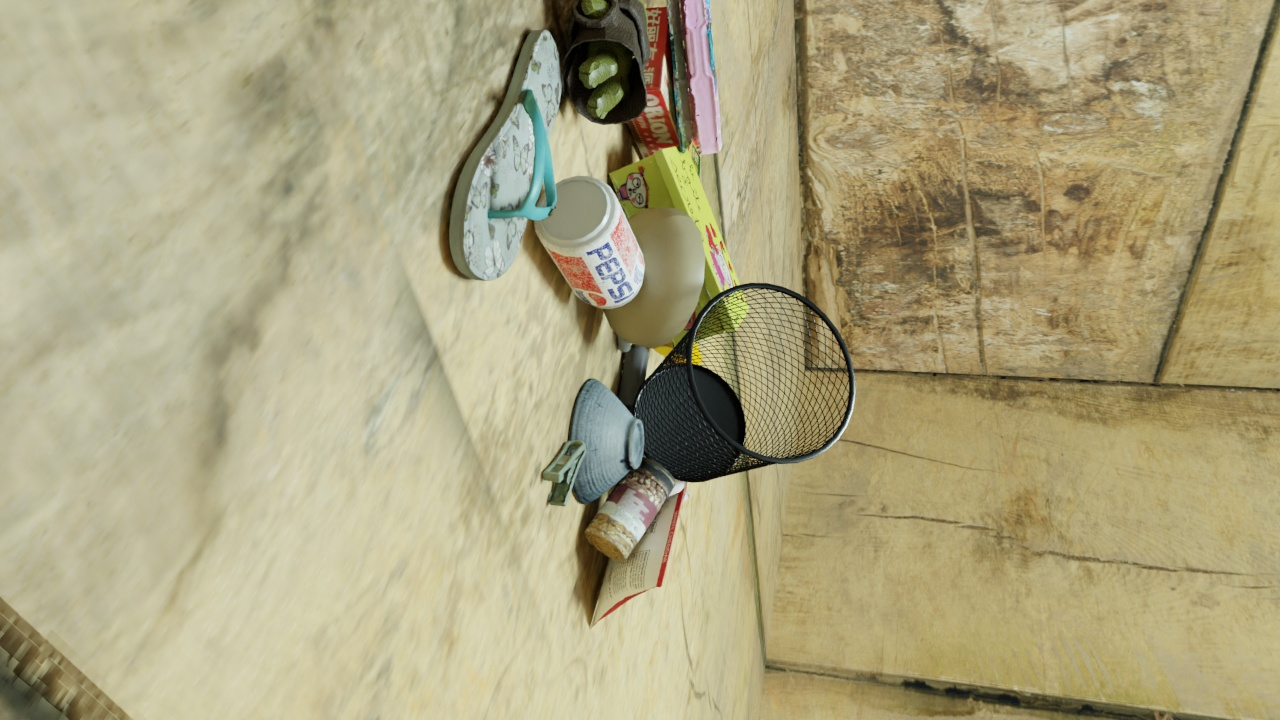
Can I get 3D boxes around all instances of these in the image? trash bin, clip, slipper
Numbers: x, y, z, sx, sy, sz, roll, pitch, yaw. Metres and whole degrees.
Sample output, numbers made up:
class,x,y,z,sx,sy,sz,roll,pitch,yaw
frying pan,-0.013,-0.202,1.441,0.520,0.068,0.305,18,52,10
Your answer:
class,x,y,z,sx,sy,sz,roll,pitch,yaw
trash bin,0.093,0.041,0.987,0.211,0.184,0.183,139,-37,-63
clip,-0.073,0.104,0.903,0.075,0.023,0.059,-64,154,-52
slipper,-0.087,-0.165,0.745,0.098,0.055,0.268,78,19,-51

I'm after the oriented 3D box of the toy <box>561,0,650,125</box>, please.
class,x,y,z,sx,sy,sz,roll,pitch,yaw
toy,-0.032,-0.298,0.876,0.179,0.078,0.152,75,15,-50

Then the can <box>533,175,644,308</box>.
class,x,y,z,sx,sy,sz,roll,pitch,yaw
can,-0.044,-0.107,0.863,0.136,0.078,0.078,59,36,-64

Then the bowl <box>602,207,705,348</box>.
class,x,y,z,sx,sy,sz,roll,pitch,yaw
bowl,0.000,-0.091,0.968,0.050,0.153,0.152,9,82,-36

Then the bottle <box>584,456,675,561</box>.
class,x,y,z,sx,sy,sz,roll,pitch,yaw
bottle,-0.011,0.164,1.014,0.105,0.056,0.056,-54,150,-26

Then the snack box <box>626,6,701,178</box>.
class,x,y,z,sx,sy,sz,roll,pitch,yaw
snack box,0.028,-0.313,1.132,0.236,0.060,0.113,54,39,-67

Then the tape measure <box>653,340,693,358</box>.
class,x,y,z,sx,sy,sz,roll,pitch,yaw
tape measure,0.038,-0.034,1.218,0.037,0.064,0.066,-60,159,-46

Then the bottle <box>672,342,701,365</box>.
class,x,y,z,sx,sy,sz,roll,pitch,yaw
bottle,0.063,-0.017,1.355,0.144,0.043,0.043,61,35,-63

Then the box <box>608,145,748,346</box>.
class,x,y,z,sx,sy,sz,roll,pitch,yaw
box,0.049,-0.137,1.079,0.124,0.081,0.221,-40,112,-70

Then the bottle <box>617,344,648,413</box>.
class,x,y,z,sx,sy,sz,roll,pitch,yaw
bottle,-0.007,0.007,1.119,0.030,0.030,0.112,60,35,-64

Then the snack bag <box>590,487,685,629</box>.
class,x,y,z,sx,sy,sz,roll,pitch,yaw
snack bag,-0.006,0.223,1.037,0.144,0.039,0.130,-43,-160,42

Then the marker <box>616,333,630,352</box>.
class,x,y,z,sx,sy,sz,roll,pitch,yaw
marker,-0.024,-0.076,1.067,0.016,0.016,0.141,-60,150,-60

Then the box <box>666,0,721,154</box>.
class,x,y,z,sx,sy,sz,roll,pitch,yaw
box,0.054,-0.353,1.043,0.084,0.053,0.231,-99,180,-66

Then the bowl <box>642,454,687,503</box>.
class,x,y,z,sx,sy,sz,roll,pitch,yaw
bowl,0.005,0.133,1.097,0.040,0.110,0.110,-6,100,-38

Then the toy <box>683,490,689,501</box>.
class,x,y,z,sx,sy,sz,roll,pitch,yaw
toy,0.035,0.144,1.196,0.105,0.131,0.205,-122,-136,-78

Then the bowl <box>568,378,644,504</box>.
class,x,y,z,sx,sy,sz,roll,pitch,yaw
bowl,-0.030,0.089,0.995,0.137,0.057,0.137,3,89,-75
